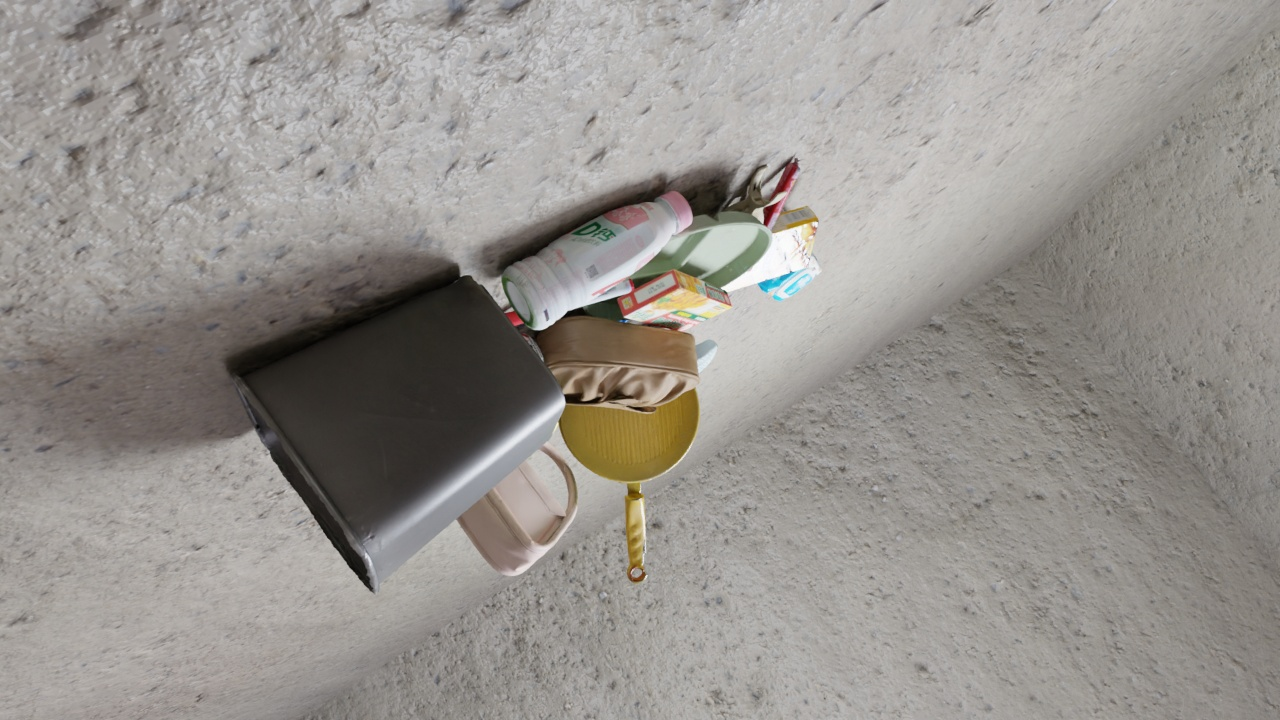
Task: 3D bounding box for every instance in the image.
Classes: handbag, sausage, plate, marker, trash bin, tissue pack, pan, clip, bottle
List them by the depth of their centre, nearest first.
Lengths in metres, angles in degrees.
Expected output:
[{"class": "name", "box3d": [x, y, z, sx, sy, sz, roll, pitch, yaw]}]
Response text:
[{"class": "trash bin", "box3d": [-0.204, 0.057, 0.815, 0.219, 0.199, 0.199, -35, 170, -25]}, {"class": "bottle", "box3d": [-0.036, -0.103, 0.887, 0.196, 0.068, 0.068, -32, 167, -19]}, {"class": "marker", "box3d": [-0.077, -0.061, 0.968, 0.145, 0.017, 0.017, -17, 164, -9]}, {"class": "plate", "box3d": [0.039, -0.106, 1.042, 0.230, 0.027, 0.230, -19, 166, -5]}, {"class": "clip", "box3d": [0.123, -0.185, 1.064, 0.034, 0.076, 0.104, -24, 153, -32]}, {"class": "sausage", "box3d": [0.154, -0.170, 1.095, 0.020, 0.020, 0.156, -16, 137, -53]}, {"class": "handbag", "box3d": [-0.033, 0.012, 1.104, 0.204, 0.099, 0.148, 8, 158, -29]}, {"class": "pan", "box3d": [-0.011, 0.148, 1.278, 0.197, 0.357, 0.078, -4, -175, -6]}, {"class": "tissue pack", "box3d": [0.215, -0.136, 1.354, 0.090, 0.063, 0.140, -37, 166, 12]}, {"class": "handbag", "box3d": [-0.171, 0.188, 1.359, 0.094, 0.193, 0.233, -40, 175, 31]}]

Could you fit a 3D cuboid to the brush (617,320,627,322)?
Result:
[{"class": "brush", "box3d": [-0.076, -0.010, 1.188, 0.255, 0.046, 0.083, -39, 162, 4]}]

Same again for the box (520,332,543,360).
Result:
[{"class": "box", "box3d": [-0.183, 0.033, 1.013, 0.163, 0.075, 0.076, -30, 171, -23]}]

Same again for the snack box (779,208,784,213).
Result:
[{"class": "snack box", "box3d": [0.136, -0.143, 1.224, 0.157, 0.027, 0.084, -38, 165, 14]}]

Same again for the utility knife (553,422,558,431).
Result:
[{"class": "utility knife", "box3d": [-0.144, 0.108, 1.467, 0.030, 0.019, 0.177, -22, 159, -26]}]

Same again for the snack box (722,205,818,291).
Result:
[{"class": "snack box", "box3d": [0.153, -0.139, 1.166, 0.140, 0.033, 0.087, -16, 144, -13]}]

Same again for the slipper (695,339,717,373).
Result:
[{"class": "slipper", "box3d": [-0.008, 0.008, 1.333, 0.245, 0.074, 0.104, -13, 162, -13]}]

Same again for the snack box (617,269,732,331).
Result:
[{"class": "snack box", "box3d": [0.043, -0.068, 1.074, 0.077, 0.027, 0.155, -25, 165, 23]}]
